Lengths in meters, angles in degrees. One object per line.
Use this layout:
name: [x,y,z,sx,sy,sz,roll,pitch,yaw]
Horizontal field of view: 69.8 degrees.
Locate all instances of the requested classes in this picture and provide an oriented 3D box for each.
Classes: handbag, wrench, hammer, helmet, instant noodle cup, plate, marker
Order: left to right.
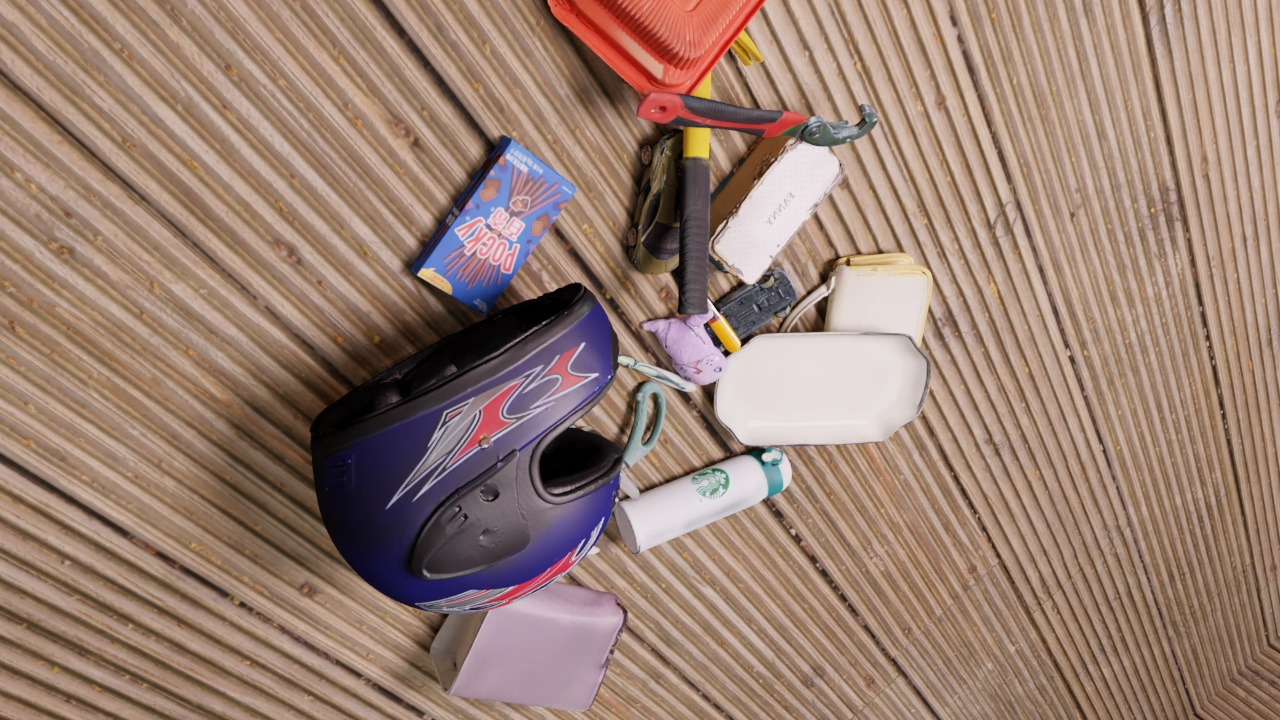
helmet: [-0.135,0.099,0.861,0.315,0.247,0.240,-28,108,-3]
handbag: [-0.129,0.325,1.085,0.196,0.098,0.145,21,105,-34]
instant noodle cup: [0.028,-0.335,0.798,0.164,0.079,0.189,37,93,-16]
hammer: [0.055,-0.195,0.896,0.128,0.033,0.301,-3,99,-25]
marker: [0.073,-0.060,1.017,0.018,0.015,0.124,-31,108,18]
wrench: [0.116,-0.230,0.875,0.272,0.016,0.056,-4,153,-29]
plate: [0.217,0.029,1.108,0.265,0.034,0.162,-1,121,-6]
handbag: [0.253,-0.050,1.123,0.178,0.063,0.164,-2,117,-11]

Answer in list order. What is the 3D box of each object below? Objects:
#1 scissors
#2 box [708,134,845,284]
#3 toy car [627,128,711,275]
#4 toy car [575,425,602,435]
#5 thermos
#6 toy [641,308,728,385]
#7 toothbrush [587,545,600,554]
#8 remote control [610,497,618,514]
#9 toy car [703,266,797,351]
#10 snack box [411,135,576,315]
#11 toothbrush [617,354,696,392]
scissors: [-0.040,0.095,1.026,0.178,0.019,0.170,20,91,-46]
box: [0.130,-0.165,0.987,0.184,0.061,0.089,-48,126,4]
toy car: [0.030,-0.160,0.948,0.070,0.042,0.158,-3,119,-27]
toy car: [-0.107,0.128,1.025,0.155,0.041,0.071,-35,127,-16]
thermos: [0.081,0.166,1.131,0.224,0.073,0.073,-19,123,-19]
toy: [0.060,-0.014,1.034,0.084,0.038,0.108,-12,130,24]
toothbrush: [-0.127,0.213,1.078,0.187,0.016,0.017,12,99,-32]
remote control: [-0.082,0.184,1.047,0.134,0.019,0.056,-3,131,-54]
toy car: [0.122,-0.059,1.053,0.120,0.036,0.054,-33,122,3]
snack box: [-0.140,-0.127,0.881,0.084,0.026,0.157,32,98,-37]
toothbrush: [-0.006,0.006,1.030,0.191,0.018,0.016,22,103,-35]
